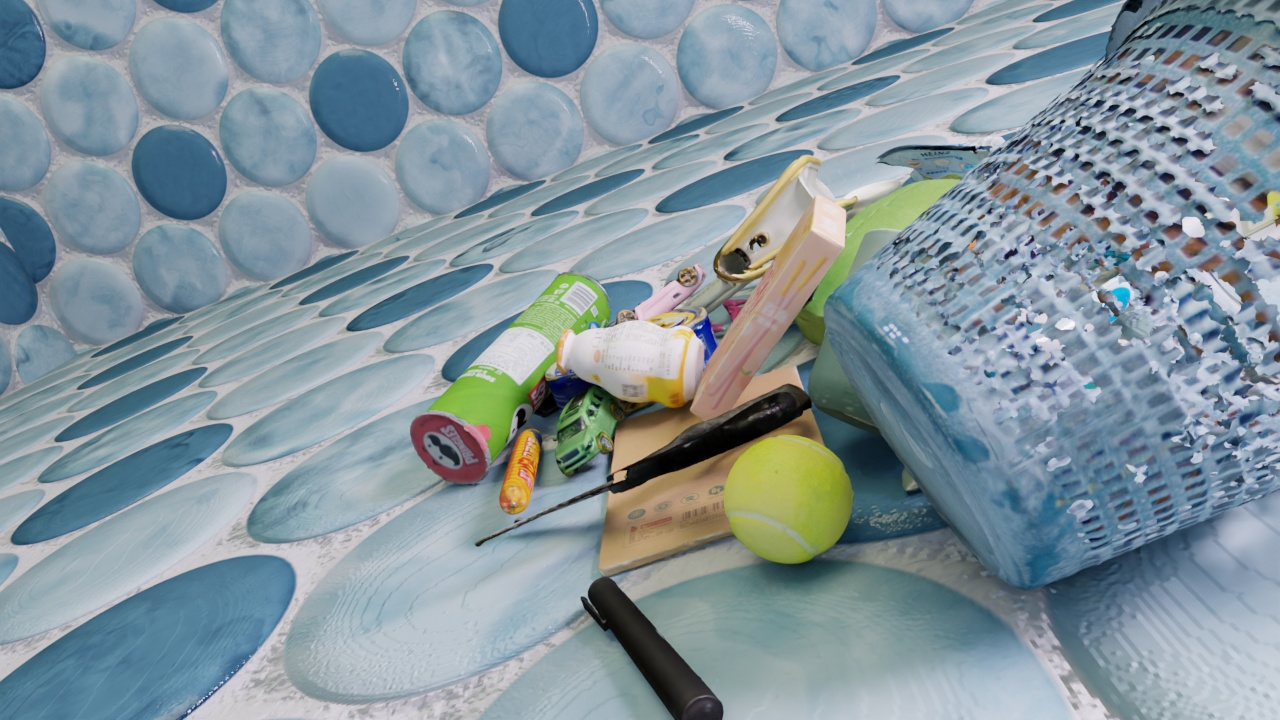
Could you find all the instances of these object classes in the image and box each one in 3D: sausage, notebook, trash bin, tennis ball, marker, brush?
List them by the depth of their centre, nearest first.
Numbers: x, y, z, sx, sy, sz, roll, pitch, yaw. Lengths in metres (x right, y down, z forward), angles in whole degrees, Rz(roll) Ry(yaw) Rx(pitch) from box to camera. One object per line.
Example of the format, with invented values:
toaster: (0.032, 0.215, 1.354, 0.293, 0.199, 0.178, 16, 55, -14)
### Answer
trash bin: (0.197, -0.014, 0.391, 0.195, 0.226, 0.226, -33, 18, 5)
marker: (0.001, 0.137, 0.440, 0.022, 0.020, 0.132, -16, 16, -19)
tennis ball: (0.076, 0.071, 0.471, 0.065, 0.065, 0.065, -19, 19, 7)
brush: (0.329, -0.066, 0.604, 0.314, 0.060, 0.109, -26, 22, -4)
notebook: (0.047, 0.064, 0.613, 0.148, 0.008, 0.207, -19, 18, 8)
sausage: (-0.087, 0.079, 0.678, 0.021, 0.021, 0.165, -21, 12, 2)

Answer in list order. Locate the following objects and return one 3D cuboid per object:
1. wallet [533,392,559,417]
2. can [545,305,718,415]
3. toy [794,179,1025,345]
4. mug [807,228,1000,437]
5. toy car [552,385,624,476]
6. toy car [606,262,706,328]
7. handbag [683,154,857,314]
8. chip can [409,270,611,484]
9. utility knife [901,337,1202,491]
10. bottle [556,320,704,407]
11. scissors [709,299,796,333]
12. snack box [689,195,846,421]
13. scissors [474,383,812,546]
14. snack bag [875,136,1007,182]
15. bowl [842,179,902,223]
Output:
wallet: (-0.062, 0.012, 0.865, 0.122, 0.020, 0.096, -32, 22, -24)
can: (-0.005, 0.005, 0.771, 0.148, 0.049, 0.074, -24, 19, -7)
toy: (0.209, -0.086, 0.728, 0.246, 0.090, 0.227, -34, 13, -23)
mug: (0.160, -0.006, 0.542, 0.082, 0.111, 0.106, 16, 83, 53)
toy car: (-0.041, 0.051, 0.692, 0.043, 0.036, 0.091, -32, 18, 18)
toy car: (0.014, -0.044, 0.837, 0.122, 0.037, 0.056, -37, 1, -15)
handbag: (0.112, -0.096, 0.821, 0.179, 0.063, 0.163, -46, -6, 19)
chip can: (-0.103, 0.007, 0.800, 0.072, 0.072, 0.235, -9, 28, 33)
utility knife: (0.234, 0.024, 0.509, 0.209, 0.013, 0.029, -26, 17, -4)
bottle: (-0.008, 0.000, 0.698, 0.108, 0.063, 0.063, 8, 27, 13)
scissors: (0.087, -0.035, 0.838, 0.134, 0.017, 0.128, -2, 23, 36)
snack box: (0.089, -0.034, 0.637, 0.158, 0.026, 0.084, -59, 1, 27)
scissors: (0.010, 0.059, 0.550, 0.220, 0.021, 0.223, -21, -6, -25)
snack bag: (0.290, -0.177, 0.844, 0.110, 0.039, 0.190, 11, 5, 27)
bowl: (0.231, -0.136, 0.887, 0.113, 0.062, 0.113, -18, 19, 6)
